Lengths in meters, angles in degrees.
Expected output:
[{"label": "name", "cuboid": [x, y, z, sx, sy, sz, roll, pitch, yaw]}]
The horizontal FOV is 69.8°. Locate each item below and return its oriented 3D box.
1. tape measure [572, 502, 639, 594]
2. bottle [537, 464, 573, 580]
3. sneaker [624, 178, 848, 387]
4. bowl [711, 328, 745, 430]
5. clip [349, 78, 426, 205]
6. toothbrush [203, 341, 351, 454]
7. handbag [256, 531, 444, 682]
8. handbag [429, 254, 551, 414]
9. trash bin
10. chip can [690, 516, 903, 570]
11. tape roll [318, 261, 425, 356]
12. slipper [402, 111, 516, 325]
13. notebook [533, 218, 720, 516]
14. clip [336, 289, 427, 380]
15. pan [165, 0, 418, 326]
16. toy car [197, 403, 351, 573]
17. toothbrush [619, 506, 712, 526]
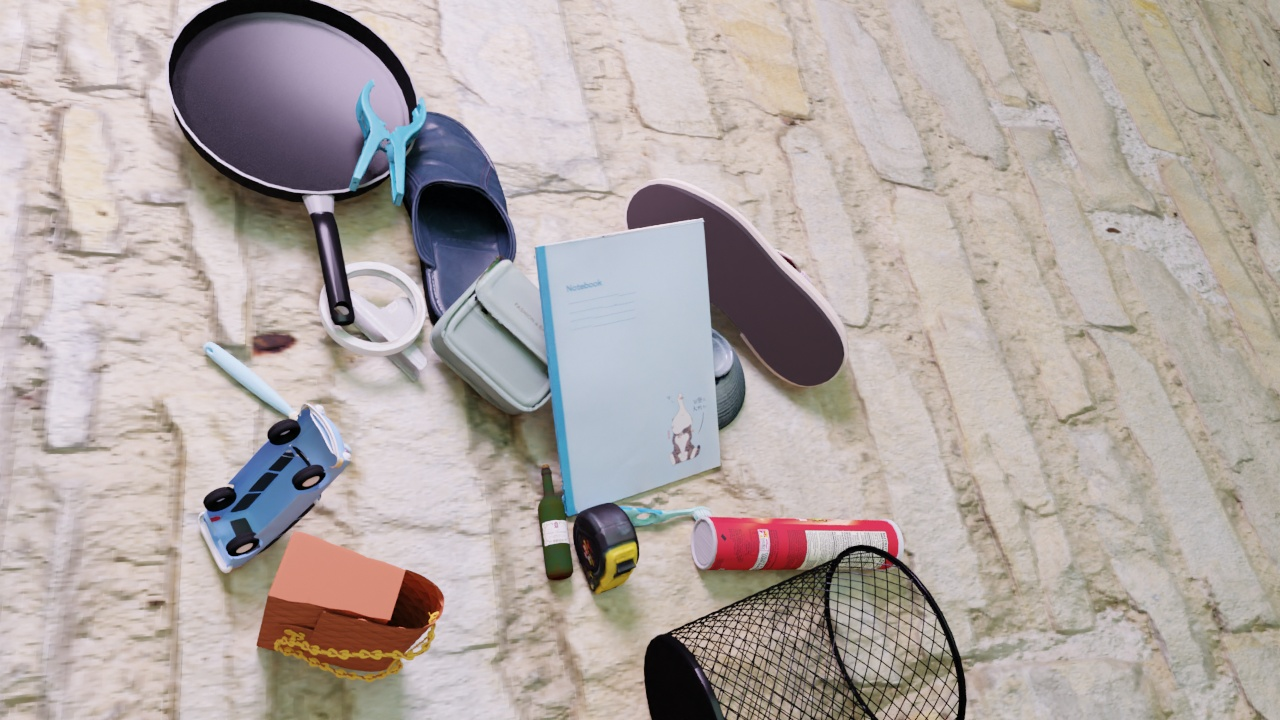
[{"label": "tape measure", "cuboid": [-0.031, 0.164, 0.817, 0.042, 0.072, 0.071, -11, 67, -26]}, {"label": "bottle", "cuboid": [-0.080, 0.145, 0.832, 0.025, 0.025, 0.106, 1, 64, -25]}, {"label": "sneaker", "cuboid": [0.115, -0.102, 1.013, 0.294, 0.112, 0.116, 38, 27, -5]}, {"label": "bowl", "cuboid": [0.060, 0.003, 0.952, 0.137, 0.057, 0.136, 11, 60, -20]}, {"label": "clip", "cuboid": [-0.256, -0.214, 0.858, 0.120, 0.030, 0.130, 32, 54, -18]}, {"label": "toothbrush", "cuboid": [-0.313, 0.036, 0.787, 0.155, 0.016, 0.022, 40, 95, -2]}, {"label": "handbag", "cuboid": [-0.211, 0.189, 0.657, 0.109, 0.172, 0.060, 20, 57, -14]}, {"label": "handbag", "cuboid": [-0.120, -0.020, 0.847, 0.122, 0.067, 0.106, 43, 73, -12]}, {"label": "trash bin", "cuboid": [0.128, 0.273, 0.774, 0.209, 0.185, 0.184, -11, 69, -23]}, {"label": "chip can", "cuboid": [0.156, 0.181, 0.907, 0.214, 0.052, 0.051, 5, 62, -22]}, {"label": "tape roll", "cuboid": [-0.242, -0.047, 0.833, 0.093, 0.013, 0.093, 11, 60, -20]}, {"label": "slipper", "cuboid": [-0.178, -0.154, 0.909, 0.108, 0.084, 0.265, -3, 64, -24]}, {"label": "notebook", "cuboid": [-0.005, 0.005, 0.861, 0.180, 0.009, 0.253, -14, 108, -29]}, {"label": "clip", "cuboid": [-0.225, -0.038, 0.851, 0.102, 0.052, 0.059, 43, 67, 1]}, {"label": "pan", "cuboid": [-0.309, -0.190, 0.854, 0.225, 0.034, 0.356, -6, 71, -30]}, {"label": "toy car", "cuboid": [-0.278, 0.098, 0.703, 0.056, 0.154, 0.054, 54, 18, 19]}, {"label": "toothbrush", "cuboid": [0.010, 0.148, 0.875, 0.135, 0.022, 0.017, 4, 27, -24]}]
